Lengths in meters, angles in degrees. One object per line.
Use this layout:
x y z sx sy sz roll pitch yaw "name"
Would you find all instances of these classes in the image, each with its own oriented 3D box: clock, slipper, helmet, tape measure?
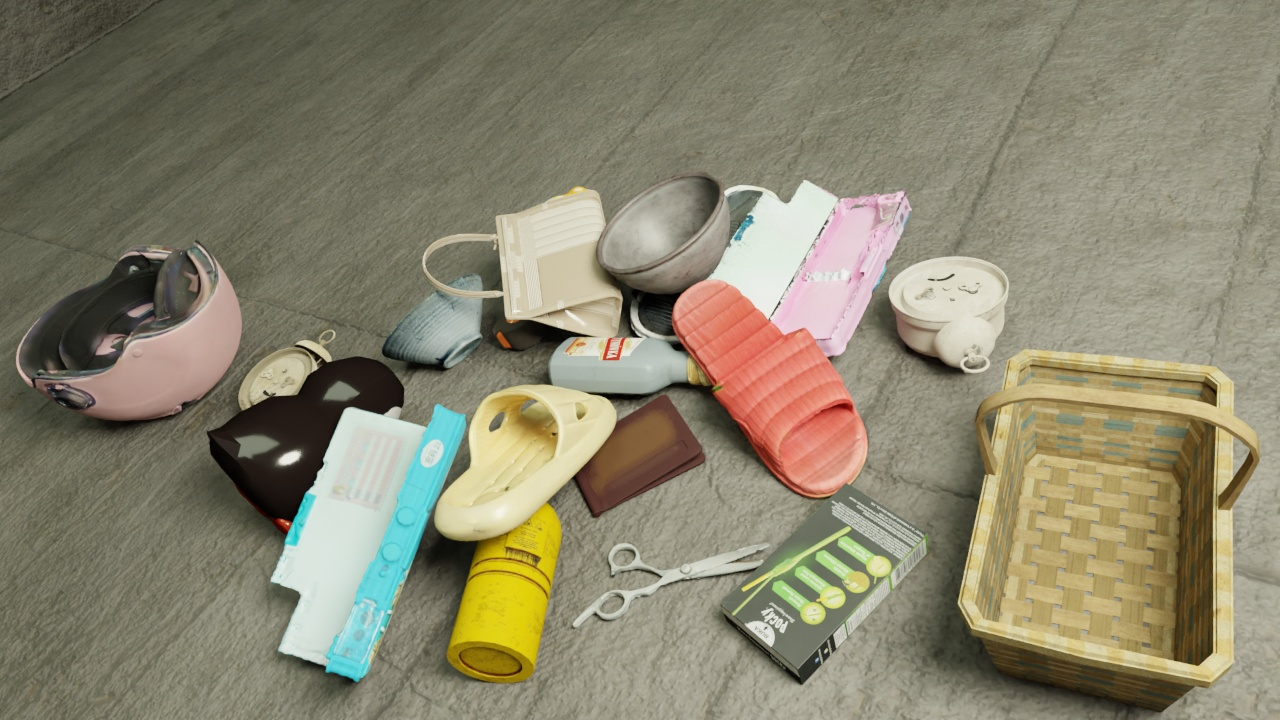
-0.389 0.022 1.044 0.093 0.054 0.140 12 58 30 "clock"
0.112 0.010 0.821 0.103 0.059 0.248 -32 61 -7 "slipper"
0.288 -0.033 0.840 0.103 0.061 0.156 -11 35 9 "clock"
-0.099 0.065 0.806 0.111 0.079 0.260 -5 20 20 "slipper"
-0.593 -0.023 1.094 0.255 0.153 0.229 -15 45 8 "helmet"
-0.128 -0.039 1.022 0.059 0.038 0.058 -5 42 35 "tape measure"
0.067 -0.122 1.015 0.111 0.063 0.263 17 51 34 "slipper"

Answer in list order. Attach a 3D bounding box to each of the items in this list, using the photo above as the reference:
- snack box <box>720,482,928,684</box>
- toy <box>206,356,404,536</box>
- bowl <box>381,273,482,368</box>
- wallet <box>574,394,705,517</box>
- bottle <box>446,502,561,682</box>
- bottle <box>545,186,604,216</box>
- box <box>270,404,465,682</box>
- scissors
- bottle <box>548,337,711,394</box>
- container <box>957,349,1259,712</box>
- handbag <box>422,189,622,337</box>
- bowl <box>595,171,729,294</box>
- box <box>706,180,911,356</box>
0.143 0.168 0.711 0.147 0.025 0.080 -39 46 -20 "snack box"
-0.322 0.062 0.910 0.159 0.140 0.183 24 57 37 "toy"
-0.213 -0.030 1.013 0.136 0.137 0.057 -40 85 -20 "bowl"
-0.008 0.087 0.861 0.115 0.018 0.091 -27 43 -5 "wallet"
-0.106 0.175 0.765 0.071 0.071 0.163 -6 44 15 "bottle"
-0.101 -0.167 1.122 0.109 0.063 0.063 -25 43 -8 "bottle"
-0.230 0.153 0.794 0.171 0.085 0.226 -4 60 43 "box"
0.025 0.184 0.749 0.161 0.014 0.117 5 47 29 "scissors"
-0.005 0.005 0.914 0.161 0.046 0.072 1 25 22 "bottle"
0.307 0.086 0.613 0.158 0.186 0.249 7 49 26 "container"
-0.131 -0.104 0.977 0.197 0.062 0.175 -2 47 -11 "handbag"
0.034 -0.118 0.927 0.145 0.067 0.144 -24 37 19 "bowl"
0.174 -0.101 0.955 0.160 0.063 0.229 17 54 24 "box"
